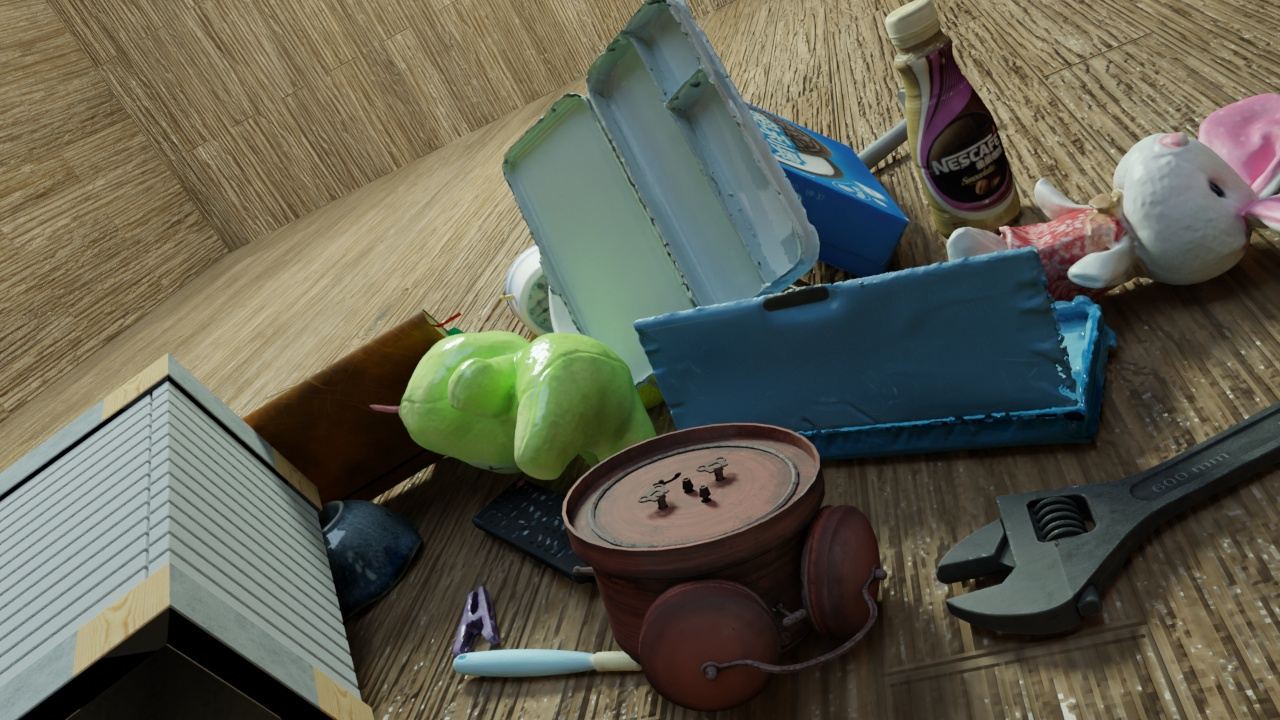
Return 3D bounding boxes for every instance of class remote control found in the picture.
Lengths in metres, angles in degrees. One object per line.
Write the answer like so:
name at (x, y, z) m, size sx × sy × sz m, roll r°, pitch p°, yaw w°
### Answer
remote control at (-0.056, 0.106, 0.573) m, size 0.047 × 0.022 × 0.150 m, roll -40°, pitch 23°, yaw -23°

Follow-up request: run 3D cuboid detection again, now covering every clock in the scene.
clock at (0.037, 0.089, 0.409) m, size 0.120 × 0.072 × 0.158 m, roll -22°, pitch 20°, yaw -24°
clock at (-0.067, -0.072, 0.865) m, size 0.125 × 0.089 × 0.052 m, roll -33°, pitch 29°, yaw -5°

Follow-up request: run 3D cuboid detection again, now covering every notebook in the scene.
notebook at (-0.211, 0.060, 0.696) m, size 0.249 × 0.178 × 0.014 m, roll -30°, pitch 60°, yaw 4°

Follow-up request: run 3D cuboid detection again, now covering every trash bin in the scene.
trash bin at (-0.269, 0.138, 0.512) m, size 0.142 × 0.142 × 0.247 m, roll -37°, pitch 36°, yaw -5°

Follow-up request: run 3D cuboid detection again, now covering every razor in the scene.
razor at (0.238, -0.208, 0.863) m, size 0.116 × 0.047 × 0.088 m, roll -38°, pitch 23°, yaw -1°

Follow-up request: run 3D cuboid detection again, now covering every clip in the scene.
clip at (-0.098, 0.155, 0.531) m, size 0.043 × 0.014 × 0.051 m, roll -39°, pitch 28°, yaw -15°

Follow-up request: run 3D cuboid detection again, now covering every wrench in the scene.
wrench at (0.246, 0.037, 0.374) m, size 0.273 × 0.018 × 0.073 m, roll -27°, pitch 23°, yaw 1°

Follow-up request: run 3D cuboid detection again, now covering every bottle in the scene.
bottle at (0.212, -0.165, 0.636) m, size 0.060 × 0.166 × 0.059 m, roll -24°, pitch 24°, yaw 11°

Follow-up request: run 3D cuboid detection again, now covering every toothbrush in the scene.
toothbrush at (-0.037, 0.151, 0.462) m, size 0.155 × 0.016 × 0.022 m, roll -14°, pitch 27°, yaw 31°

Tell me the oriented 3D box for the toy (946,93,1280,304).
toy at (0.268, -0.075, 0.494) m, size 0.195 × 0.084 × 0.158 m, roll -16°, pitch 32°, yaw 26°

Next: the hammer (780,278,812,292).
hammer at (0.102, -0.067, 0.730) m, size 0.156 × 0.043 × 0.322 m, roll -32°, pitch 26°, yaw -7°

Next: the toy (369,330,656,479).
toy at (-0.079, 0.028, 0.604) m, size 0.197 × 0.150 × 0.107 m, roll 15°, pitch 87°, yaw 43°

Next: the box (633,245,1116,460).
box at (0.117, -0.012, 0.500) m, size 0.232 × 0.111 × 0.094 m, roll -9°, pitch 31°, yaw 39°

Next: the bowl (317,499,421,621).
bowl at (-0.216, 0.135, 0.652) m, size 0.110 × 0.055 × 0.110 m, roll -25°, pitch 23°, yaw 11°

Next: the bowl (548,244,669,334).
bowl at (-0.007, -0.075, 0.763) m, size 0.066 × 0.176 × 0.177 m, roll 8°, pitch 2°, yaw -33°

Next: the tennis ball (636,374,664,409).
tennis ball at (-0.004, 0.004, 0.664) m, size 0.065 × 0.065 × 0.065 m, roll -24°, pitch 23°, yaw 11°

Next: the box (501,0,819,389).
box at (0.004, -0.104, 0.603) m, size 0.192 × 0.209 × 0.045 m, roll -39°, pitch -19°, yaw 33°

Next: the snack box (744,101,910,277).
snack box at (0.094, -0.159, 0.741) m, size 0.238 × 0.195 × 0.056 m, roll -88°, pitch 20°, yaw -64°
